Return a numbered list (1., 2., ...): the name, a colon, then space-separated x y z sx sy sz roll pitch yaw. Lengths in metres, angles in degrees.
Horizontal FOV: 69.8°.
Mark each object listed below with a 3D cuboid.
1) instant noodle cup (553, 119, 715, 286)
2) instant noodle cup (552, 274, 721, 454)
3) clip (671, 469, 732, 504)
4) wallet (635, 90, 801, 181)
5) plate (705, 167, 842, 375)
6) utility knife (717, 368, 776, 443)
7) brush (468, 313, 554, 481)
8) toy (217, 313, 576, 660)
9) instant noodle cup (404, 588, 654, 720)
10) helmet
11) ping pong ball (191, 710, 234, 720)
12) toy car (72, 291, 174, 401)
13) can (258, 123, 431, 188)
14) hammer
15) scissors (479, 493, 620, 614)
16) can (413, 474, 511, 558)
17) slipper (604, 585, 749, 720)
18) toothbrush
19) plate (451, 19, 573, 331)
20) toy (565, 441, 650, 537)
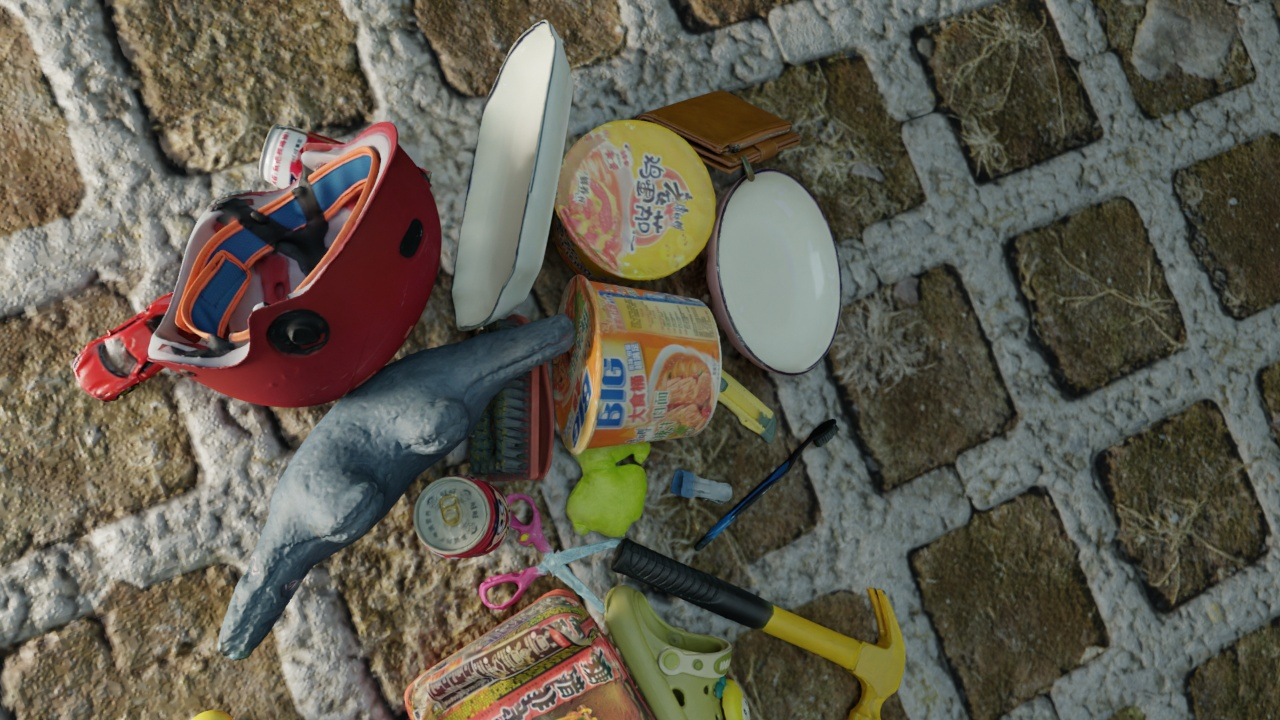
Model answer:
1. instant noodle cup: -0.016 -0.129 0.815 0.138 0.110 0.138 2 83 -15
2. instant noodle cup: -0.005 0.005 0.783 0.111 0.152 0.151 2 82 -19
3. clip: 0.059 0.119 0.850 0.058 0.043 0.026 19 75 -20
4. wallet: 0.080 -0.210 0.840 0.119 0.035 0.130 34 40 23
5. plate: 0.120 -0.080 0.853 0.192 0.039 0.192 7 80 -44
6. utility knife: 0.058 0.012 0.869 0.190 0.020 0.030 37 70 -3
7. brush: -0.108 0.032 0.799 0.069 0.063 0.145 9 77 -45
8. toy: -0.204 0.076 0.724 0.356 0.138 0.091 -46 129 -9
9. instant noodle cup: -0.077 0.295 0.747 0.164 0.079 0.189 -31 90 -2
10. helmet: -0.236 -0.060 0.703 0.240 0.206 0.144 -27 133 17
11. ping pong ball: -0.333 0.292 0.710 0.040 0.040 0.040 2 82 -15
12. toy car: -0.402 -0.011 0.737 0.106 0.031 0.049 -37 92 -14
13. can: -0.251 -0.157 0.784 0.132 0.053 0.053 16 79 -13
14. hammer: 0.113 0.234 0.843 0.300 0.033 0.128 25 77 -11
15. scissors: -0.084 0.176 0.786 0.133 0.017 0.130 40 85 18
16. can: -0.144 0.128 0.748 0.066 0.094 0.066 0 79 1
17. slipper: 0.042 0.267 0.783 0.082 0.091 0.190 -34 87 8
18. toothbrush: 0.122 0.118 0.871 0.189 0.014 0.016 -40 118 -16
19. plate: -0.105 -0.151 0.773 0.034 0.162 0.265 14 77 -28
20. toy: -0.027 0.108 0.822 0.096 0.031 0.100 -24 87 -15
